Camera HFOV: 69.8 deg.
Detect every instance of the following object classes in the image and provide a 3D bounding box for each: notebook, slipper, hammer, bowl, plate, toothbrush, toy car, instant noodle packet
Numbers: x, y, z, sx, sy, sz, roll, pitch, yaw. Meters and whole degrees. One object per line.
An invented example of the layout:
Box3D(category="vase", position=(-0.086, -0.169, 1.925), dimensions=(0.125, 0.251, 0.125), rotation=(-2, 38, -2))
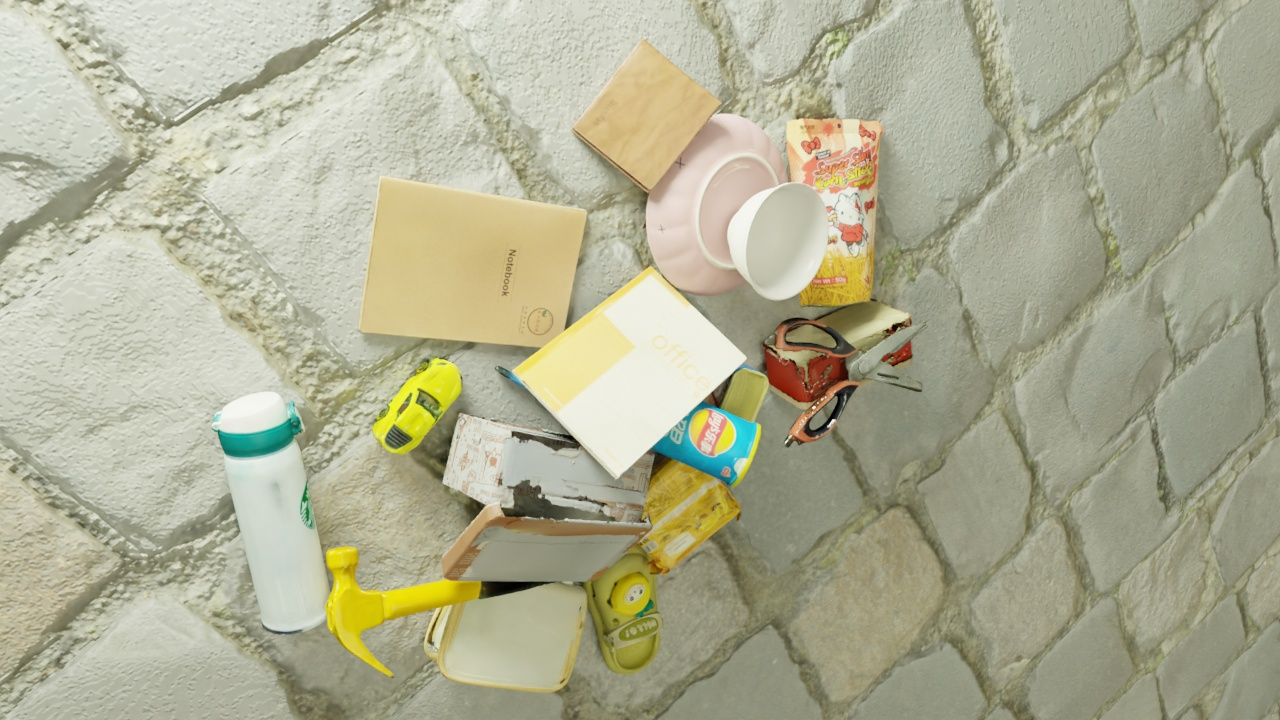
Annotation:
Box3D(category="notebook", position=(-0.005, 0.005, 0.913), dimensions=(0.146, 0.010, 0.205), rotation=(45, 57, 9))
Box3D(category="slipper", position=(-0.007, 0.298, 1.068), dimensions=(0.091, 0.081, 0.191), rotation=(-20, 119, -24))
Box3D(category="hammer", position=(-0.166, 0.230, 0.934), dimensions=(0.300, 0.033, 0.129), rotation=(-5, 90, -34))
Box3D(category="bowl", position=(0.127, -0.125, 0.931), dimensions=(0.118, 0.065, 0.118), rotation=(-15, 114, -35))
Box3D(category="plate", position=(0.092, -0.158, 0.961), dimensions=(0.192, 0.039, 0.193), rotation=(-15, 116, -34))
Box3D(category="toothbrush", position=(-0.081, 0.052, 0.979), dimensions=(0.189, 0.014, 0.016), rotation=(32, 114, -32))
Box3D(category="toy car", position=(-0.214, 0.045, 0.893), dimensions=(0.105, 0.032, 0.048), rotation=(-51, 122, -5))
Box3D(category="instant noodle packet", position=(0.036, 0.166, 1.034), dimensions=(0.128, 0.044, 0.111), rotation=(-36, 89, 0))
Box3D(category="notebook", position=(-0.159, -0.089, 0.889), dimensions=(0.207, 0.008, 0.148), rotation=(5, 105, -29))

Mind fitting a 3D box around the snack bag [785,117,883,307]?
Box3D(category="snack bag", position=(0.222, -0.168, 1.041), dimensions=(0.128, 0.073, 0.208), rotation=(-8, 104, -25))

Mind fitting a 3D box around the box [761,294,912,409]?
Box3D(category="box", position=(0.233, -0.017, 1.076), dimensions=(0.168, 0.091, 0.078), rotation=(-22, 119, -20))

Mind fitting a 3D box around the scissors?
Box3D(category="scissors", position=(0.229, 0.007, 1.021), dimensions=(0.225, 0.015, 0.189), rotation=(-40, 115, -9))

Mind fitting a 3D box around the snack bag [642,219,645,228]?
Box3D(category="snack bag", position=(0.025, -0.187, 0.940), dimensions=(0.048, 0.026, 0.104), rotation=(-14, 114, -45))

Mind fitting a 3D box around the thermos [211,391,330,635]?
Box3D(category="thermos", position=(-0.332, 0.139, 0.842), dimensions=(0.073, 0.073, 0.224), rotation=(-13, 113, -24))

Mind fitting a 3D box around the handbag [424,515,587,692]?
Box3D(category="handbag", position=(-0.138, 0.261, 1.004), dimensions=(0.163, 0.063, 0.178), rotation=(21, 82, -32))

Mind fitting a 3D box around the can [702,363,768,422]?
Box3D(category="can", position=(0.088, 0.043, 1.024), dimensions=(0.057, 0.083, 0.102), rotation=(16, 99, -32))

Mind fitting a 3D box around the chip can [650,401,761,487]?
Box3D(category="chip can", position=(0.014, 0.057, 0.941), dimensions=(0.210, 0.071, 0.071), rotation=(24, 96, -3))

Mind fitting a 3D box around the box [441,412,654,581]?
Box3D(category="box", position=(-0.093, 0.153, 0.908), dimensions=(0.181, 0.150, 0.166), rotation=(14, 87, -31))

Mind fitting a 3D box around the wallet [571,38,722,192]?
Box3D(category="wallet", position=(0.006, -0.237, 0.892), dimensions=(0.101, 0.020, 0.115), rotation=(38, 89, -2))
